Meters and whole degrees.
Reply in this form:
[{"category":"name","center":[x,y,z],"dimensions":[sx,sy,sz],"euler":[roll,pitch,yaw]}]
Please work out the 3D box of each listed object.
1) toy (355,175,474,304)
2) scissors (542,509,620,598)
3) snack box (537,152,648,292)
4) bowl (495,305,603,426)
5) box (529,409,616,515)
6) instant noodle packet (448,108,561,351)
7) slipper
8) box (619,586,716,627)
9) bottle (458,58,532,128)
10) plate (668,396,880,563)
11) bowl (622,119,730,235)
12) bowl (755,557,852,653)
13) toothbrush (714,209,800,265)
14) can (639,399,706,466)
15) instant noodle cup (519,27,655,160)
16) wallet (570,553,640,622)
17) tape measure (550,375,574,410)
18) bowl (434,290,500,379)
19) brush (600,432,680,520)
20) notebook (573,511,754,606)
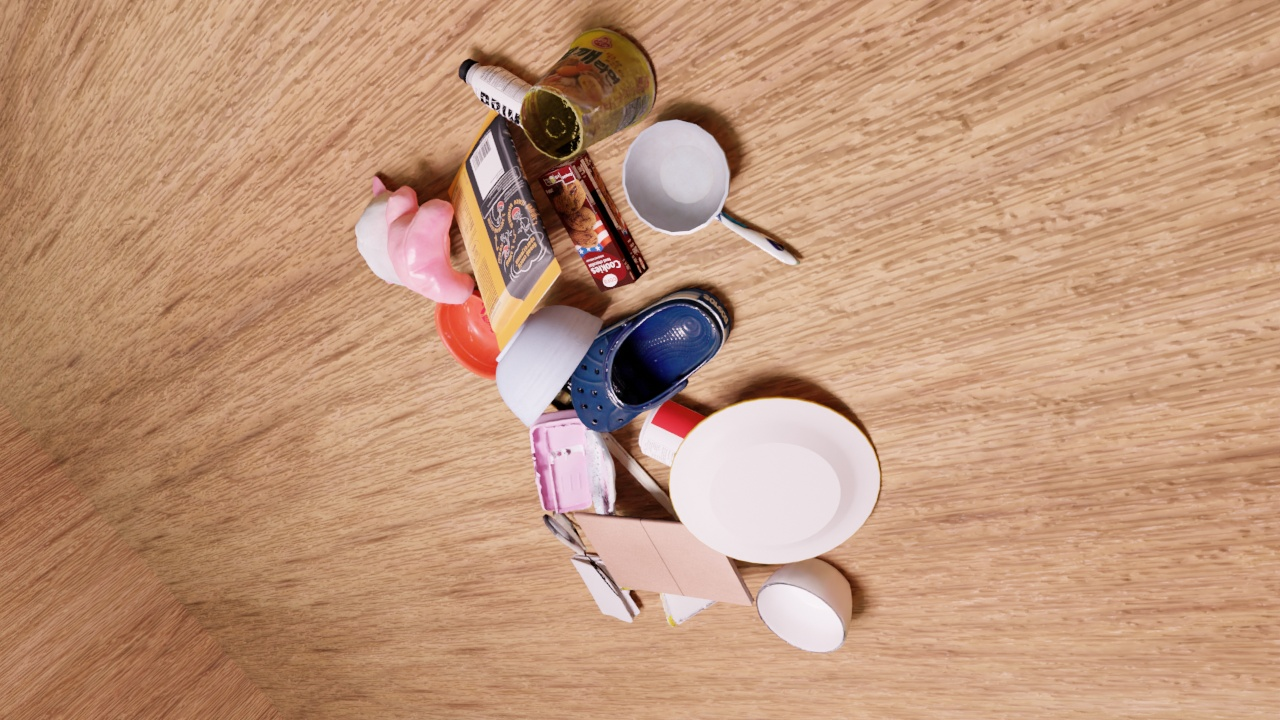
[{"category":"toy","center":[-0.276,-0.138,1.085],"dimensions":[0.213,0.084,0.142],"euler":[30,138,50]},{"category":"scissors","center":[-0.085,0.261,1.284],"dimensions":[0.157,0.012,0.169],"euler":[45,-178,-39]},{"category":"snack box","center":[-0.050,-0.145,0.979],"dimensions":[0.051,0.031,0.141],"euler":[-12,116,41]},{"category":"bowl","center":[-0.115,-0.006,1.043],"dimensions":[0.075,0.150,0.151],"euler":[35,138,-9]},{"category":"box","center":[-0.082,0.159,1.176],"dimensions":[0.101,0.103,0.202],"euler":[-10,140,-8]},{"category":"instant noodle packet","center":[-0.153,-0.144,0.990],"dimensions":[0.160,0.032,0.220],"euler":[-45,59,47]},{"category":"slipper","center":[-0.006,0.006,1.022],"dimensions":[0.105,0.095,0.254],"euler":[46,131,-7]},{"category":"box","center":[0.046,0.296,1.215],"dimensions":[0.211,0.084,0.080],"euler":[128,137,-53]},{"category":"bottle","center":[-0.134,-0.270,0.934],"dimensions":[0.116,0.041,0.041],"euler":[33,137,9]},{"category":"plate","center":[0.145,0.141,1.001],"dimensions":[0.230,0.021,0.230],"euler":[2,121,3]},{"category":"bowl","center":[0.039,-0.175,0.874],"dimensions":[0.106,0.039,0.106],"euler":[7,110,21]},{"category":"bowl","center":[0.206,0.292,1.118],"dimensions":[0.116,0.065,0.116],"euler":[20,133,23]},{"category":"toothbrush","center":[0.077,-0.147,0.898],"dimensions":[0.189,0.016,0.017],"euler":[34,127,9]},{"category":"can","center":[0.070,0.101,1.061],"dimensions":[0.132,0.070,0.070],"euler":[24,134,18]},{"category":"instant noodle cup","center":[-0.055,-0.241,0.850],"dimensions":[0.102,0.108,0.102],"euler":[20,135,21]},{"category":"wallet","center":[-0.051,0.336,1.370],"dimensions":[0.086,0.032,0.116],"euler":[2,127,48]},{"category":"tape measure","center":[-0.095,0.035,1.152],"dimensions":[0.062,0.038,0.067],"euler":[38,138,5]},{"category":"bowl","center":[-0.195,-0.041,1.159],"dimensions":[0.131,0.045,0.131],"euler":[20,133,23]},{"category":"brush","center":[0.022,0.173,1.197],"dimensions":[0.217,0.012,0.033],"euler":[47,137,-4]},{"category":"notebook","center":[0.027,0.247,1.151],"dimensions":[0.210,0.008,0.141],"euler":[-2,128,37]}]
